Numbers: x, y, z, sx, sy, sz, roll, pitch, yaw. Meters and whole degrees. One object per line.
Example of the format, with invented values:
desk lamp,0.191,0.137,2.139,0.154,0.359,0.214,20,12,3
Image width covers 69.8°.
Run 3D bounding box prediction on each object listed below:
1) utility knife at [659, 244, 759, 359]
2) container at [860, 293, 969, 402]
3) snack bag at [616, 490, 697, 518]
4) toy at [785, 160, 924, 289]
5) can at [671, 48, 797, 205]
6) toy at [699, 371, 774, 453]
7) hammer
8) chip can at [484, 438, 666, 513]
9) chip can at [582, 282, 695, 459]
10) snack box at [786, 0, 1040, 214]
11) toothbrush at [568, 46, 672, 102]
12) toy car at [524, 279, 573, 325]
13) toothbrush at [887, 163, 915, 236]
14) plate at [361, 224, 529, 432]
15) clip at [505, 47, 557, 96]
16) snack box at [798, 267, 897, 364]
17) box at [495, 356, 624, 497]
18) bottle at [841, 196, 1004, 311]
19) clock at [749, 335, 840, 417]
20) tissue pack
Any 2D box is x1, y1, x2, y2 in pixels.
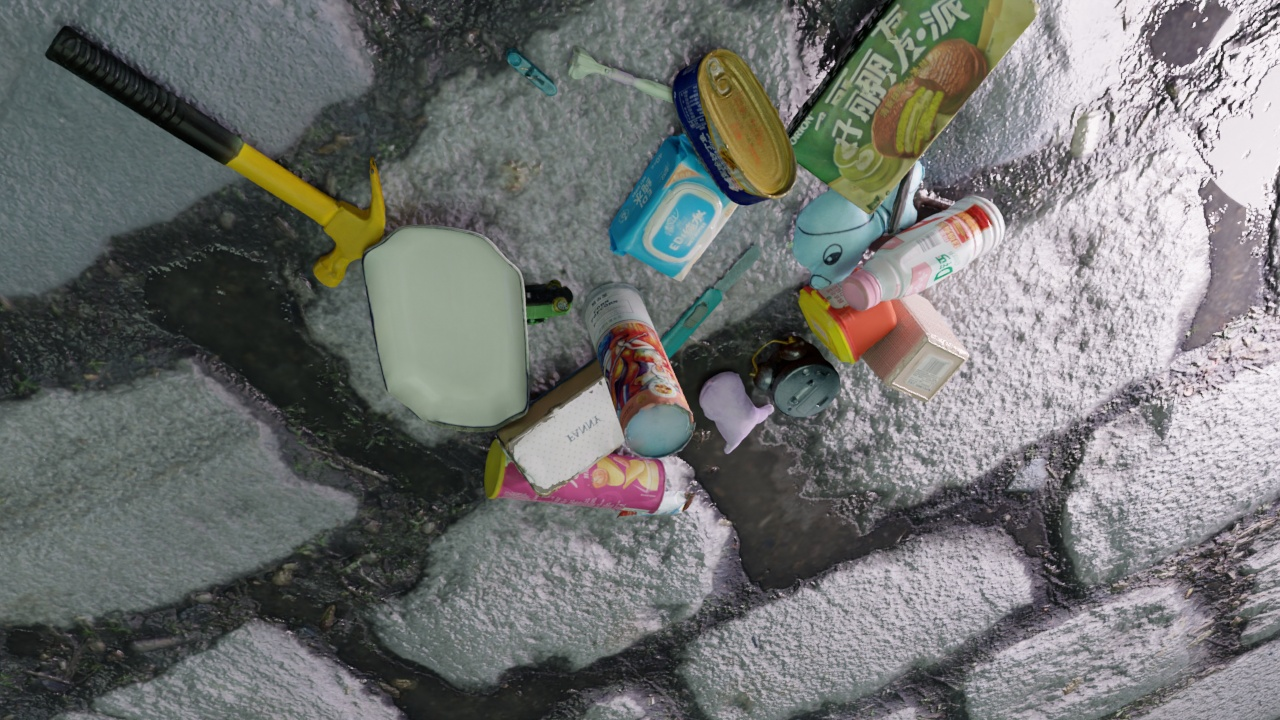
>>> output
utility knife,0.060,-0.049,1.039,0.029,0.013,0.216,29,114,-32
container,0.310,-0.019,1.071,0.090,0.110,0.090,22,117,-29
snack bag,0.020,0.188,1.197,0.104,0.026,0.048,1,138,-16
toy,0.228,-0.151,0.989,0.156,0.049,0.162,-4,119,-13
can,0.089,-0.216,0.864,0.074,0.049,0.148,-42,109,-26
toy,0.112,0.057,1.118,0.084,0.039,0.108,-42,124,-5
hammer,-0.358,-0.184,0.806,0.300,0.032,0.129,33,111,-33
chip can,-0.077,0.141,1.106,0.210,0.071,0.072,9,123,-23
chip can,-0.006,0.005,0.932,0.071,0.214,0.071,-8,128,-11
snack box,0.249,-0.269,0.876,0.114,0.063,0.241,34,113,-10
toothbrush,0.020,-0.255,0.871,0.189,0.020,0.029,12,89,-25
toy car,-0.116,-0.059,0.963,0.091,0.043,0.036,-8,126,-7
toothbrush,0.285,-0.216,0.949,0.015,0.018,0.181,1,113,-30
plate,-0.190,-0.032,0.936,0.162,0.034,0.266,6,131,5
clip,-0.098,-0.261,0.830,0.056,0.042,0.014,32,109,-32
snack box,0.235,-0.056,1.038,0.080,0.091,0.082,-33,129,1
box,-0.066,0.065,1.023,0.184,0.061,0.090,-34,113,-14
bottle,0.302,-0.111,0.989,0.196,0.068,0.068,-29,132,-21
clock,0.183,0.016,1.097,0.122,0.055,0.082,32,113,-32
tissue pack,0.038,-0.152,0.923,0.090,0.063,0.140,23,117,-29
